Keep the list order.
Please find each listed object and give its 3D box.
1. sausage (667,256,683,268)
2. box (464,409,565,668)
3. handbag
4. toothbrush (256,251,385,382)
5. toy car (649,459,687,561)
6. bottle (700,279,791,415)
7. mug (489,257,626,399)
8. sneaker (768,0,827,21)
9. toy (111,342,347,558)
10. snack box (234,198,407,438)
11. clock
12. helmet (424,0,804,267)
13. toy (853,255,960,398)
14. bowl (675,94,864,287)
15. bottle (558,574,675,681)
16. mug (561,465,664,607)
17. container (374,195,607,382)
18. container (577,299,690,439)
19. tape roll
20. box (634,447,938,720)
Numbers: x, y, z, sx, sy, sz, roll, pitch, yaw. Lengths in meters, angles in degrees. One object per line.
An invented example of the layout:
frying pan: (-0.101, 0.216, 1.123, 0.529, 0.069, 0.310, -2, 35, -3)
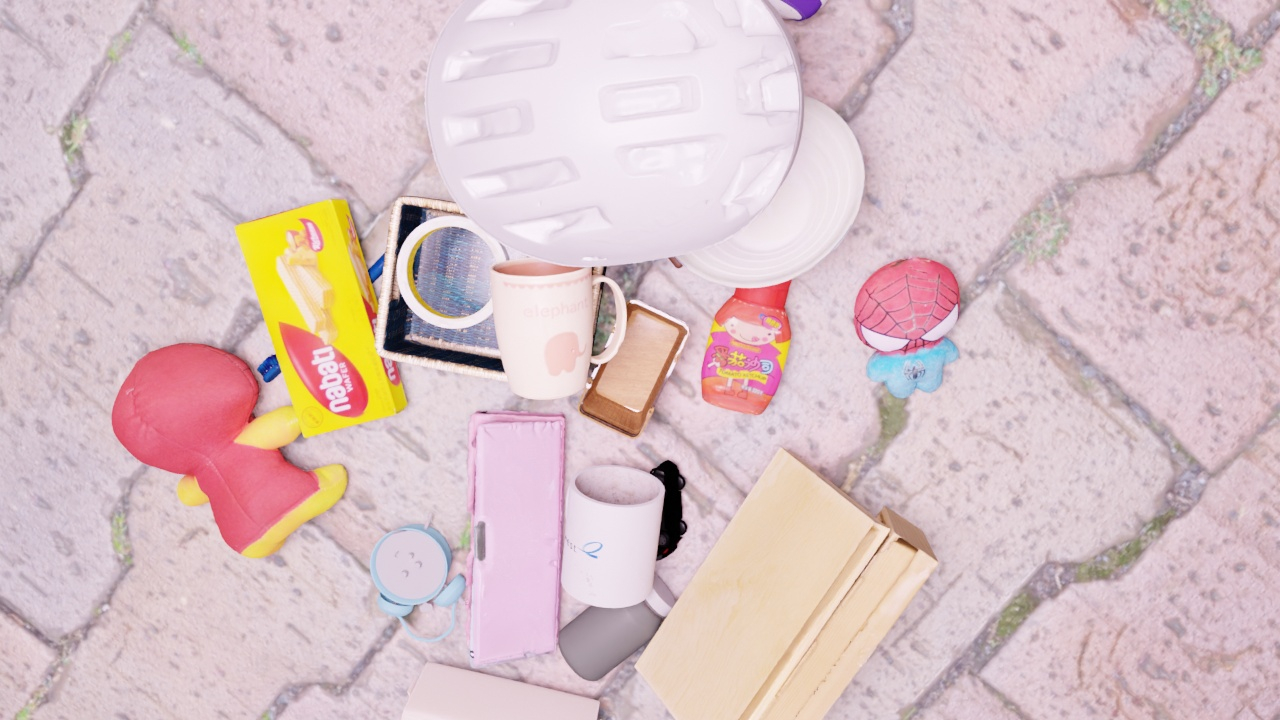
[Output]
sausage: (0.003, -0.149, 0.814, 0.040, 0.040, 0.155, -39, 94, 7)
box: (-0.118, 0.165, 0.846, 0.099, 0.080, 0.233, 4, 98, 4)
handbag: (-0.144, 0.409, 0.884, 0.194, 0.101, 0.198, 12, 111, 2)
toothbrush: (-0.290, -0.047, 0.858, 0.190, 0.016, 0.017, -42, 87, 8)
toy car: (0.018, 0.138, 0.855, 0.036, 0.042, 0.092, 1, 98, 28)
bottle: (0.098, -0.022, 0.822, 0.071, 0.048, 0.134, 14, 98, 3)
mug: (-0.064, -0.028, 0.748, 0.111, 0.085, 0.104, -9, 109, -25)
sneaker: (0.032, -0.310, 0.767, 0.244, 0.091, 0.111, 19, 100, 4)
toy: (-0.385, 0.079, 0.845, 0.147, 0.099, 0.216, -41, 99, 0)
snack box: (-0.285, -0.037, 0.828, 0.092, 0.042, 0.201, -14, 99, 5)
clock: (-0.213, 0.212, 0.877, 0.087, 0.042, 0.123, -13, 95, 5)
helmet: (-0.021, -0.186, 0.696, 0.282, 0.183, 0.224, -12, 103, 3)
toy: (0.237, -0.027, 0.809, 0.092, 0.062, 0.133, -9, 109, 12)
bowl: (0.104, -0.138, 0.784, 0.177, 0.058, 0.176, -5, 74, 18)
bottle: (-0.021, 0.248, 0.862, 0.108, 0.060, 0.060, -40, 94, 8)
mug: (-0.035, 0.148, 0.826, 0.083, 0.120, 0.096, -6, 111, -33)
container: (-0.129, -0.061, 0.818, 0.187, 0.071, 0.145, 10, 98, 2)
container: (-0.005, 0.005, 0.825, 0.063, 0.061, 0.114, 25, 99, 0)
tape roll: (-0.156, -0.074, 0.770, 0.094, 0.019, 0.094, 0, 98, 3)
box: (0.134, 0.230, 0.806, 0.179, 0.142, 0.249, 31, 97, -11)
